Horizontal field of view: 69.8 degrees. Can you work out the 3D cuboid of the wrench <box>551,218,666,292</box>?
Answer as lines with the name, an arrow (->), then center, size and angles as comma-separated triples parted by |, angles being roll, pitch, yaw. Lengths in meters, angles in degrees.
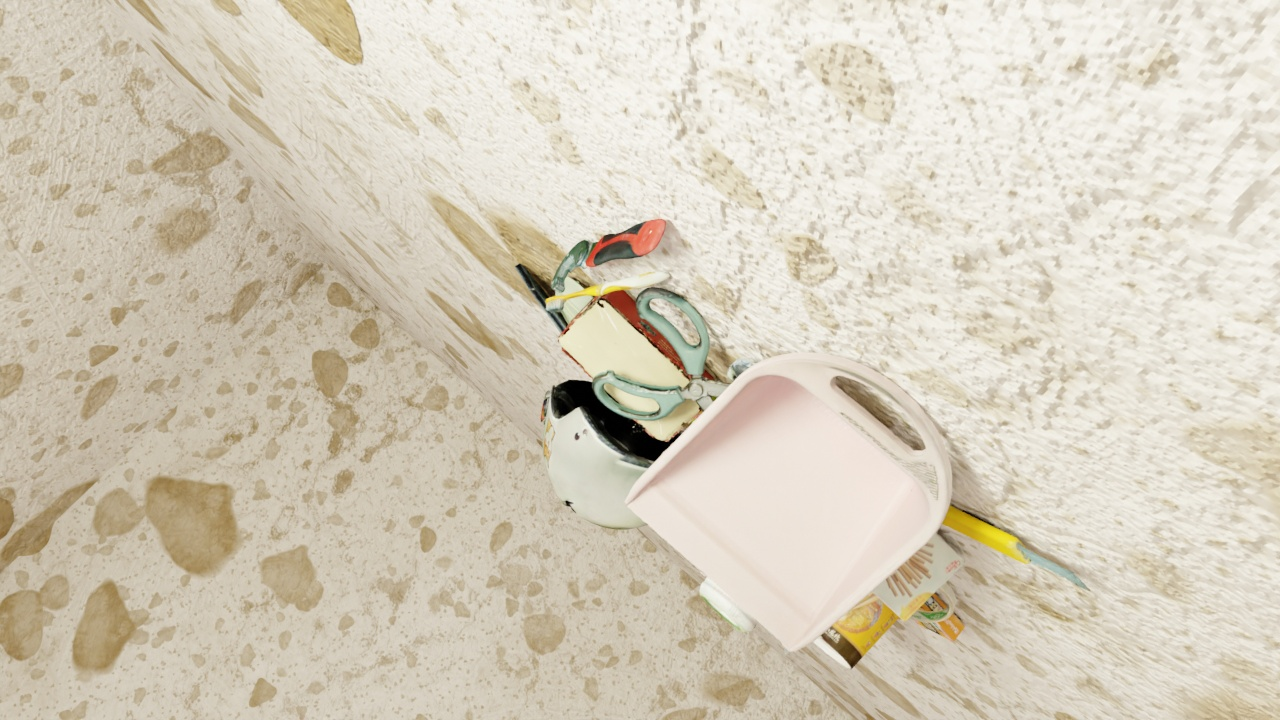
wrench -> -0.034, -0.104, 0.887 | 0.016, 0.056, 0.274 | 27, 168, -20

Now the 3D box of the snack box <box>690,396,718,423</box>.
snack box -> 0.063, 0.047, 1.120 | 0.086, 0.026, 0.156 | 52, 164, -30

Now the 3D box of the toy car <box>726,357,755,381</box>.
toy car -> 0.119, 0.031, 0.895 | 0.043, 0.034, 0.090 | 30, 161, 51

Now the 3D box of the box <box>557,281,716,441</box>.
box -> -0.006, 0.006, 1.000 | 0.168, 0.091, 0.075 | 44, -155, -5

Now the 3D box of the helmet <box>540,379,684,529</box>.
helmet -> -0.037, 0.138, 1.249 | 0.230, 0.157, 0.274 | 19, -172, -20

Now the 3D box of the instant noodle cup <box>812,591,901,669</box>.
instant noodle cup -> 0.280, 0.339, 1.233 | 0.118, 0.114, 0.118 | 40, 168, 10

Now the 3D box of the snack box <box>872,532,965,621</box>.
snack box -> 0.230, 0.171, 0.899 | 0.157, 0.085, 0.027 | 43, -175, -2

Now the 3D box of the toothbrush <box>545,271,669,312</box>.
toothbrush -> -0.039, -0.069, 0.938 | 0.016, 0.018, 0.192 | 20, 161, -40

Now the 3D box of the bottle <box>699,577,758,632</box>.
bottle -> 0.146, 0.183, 0.941 | 0.068, 0.196, 0.068 | 40, 167, 11

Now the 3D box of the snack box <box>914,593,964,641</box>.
snack box -> 0.316, 0.271, 1.101 | 0.154, 0.026, 0.075 | 46, 167, -16

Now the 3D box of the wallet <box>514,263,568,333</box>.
wallet -> -0.126, -0.072, 1.250 | 0.121, 0.019, 0.097 | 54, 178, -32

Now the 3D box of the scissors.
scissors -> 0.026, -0.002, 0.932 | 0.170, 0.019, 0.181 | 6, 118, 20

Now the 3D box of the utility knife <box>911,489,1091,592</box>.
utility knife -> 0.295, 0.147, 0.790 | 0.033, 0.015, 0.209 | 51, 167, -30

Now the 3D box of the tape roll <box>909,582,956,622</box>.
tape roll -> 0.313, 0.266, 1.042 | 0.086, 0.013, 0.086 | 18, 138, 17

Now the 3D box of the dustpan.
dustpan -> 0.125, 0.118, 0.791 | 0.222, 0.274, 0.138 | 38, -168, 6

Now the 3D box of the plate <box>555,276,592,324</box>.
plate -> -0.036, -0.007, 1.150 | 0.230, 0.027, 0.230 | 51, 172, 10
